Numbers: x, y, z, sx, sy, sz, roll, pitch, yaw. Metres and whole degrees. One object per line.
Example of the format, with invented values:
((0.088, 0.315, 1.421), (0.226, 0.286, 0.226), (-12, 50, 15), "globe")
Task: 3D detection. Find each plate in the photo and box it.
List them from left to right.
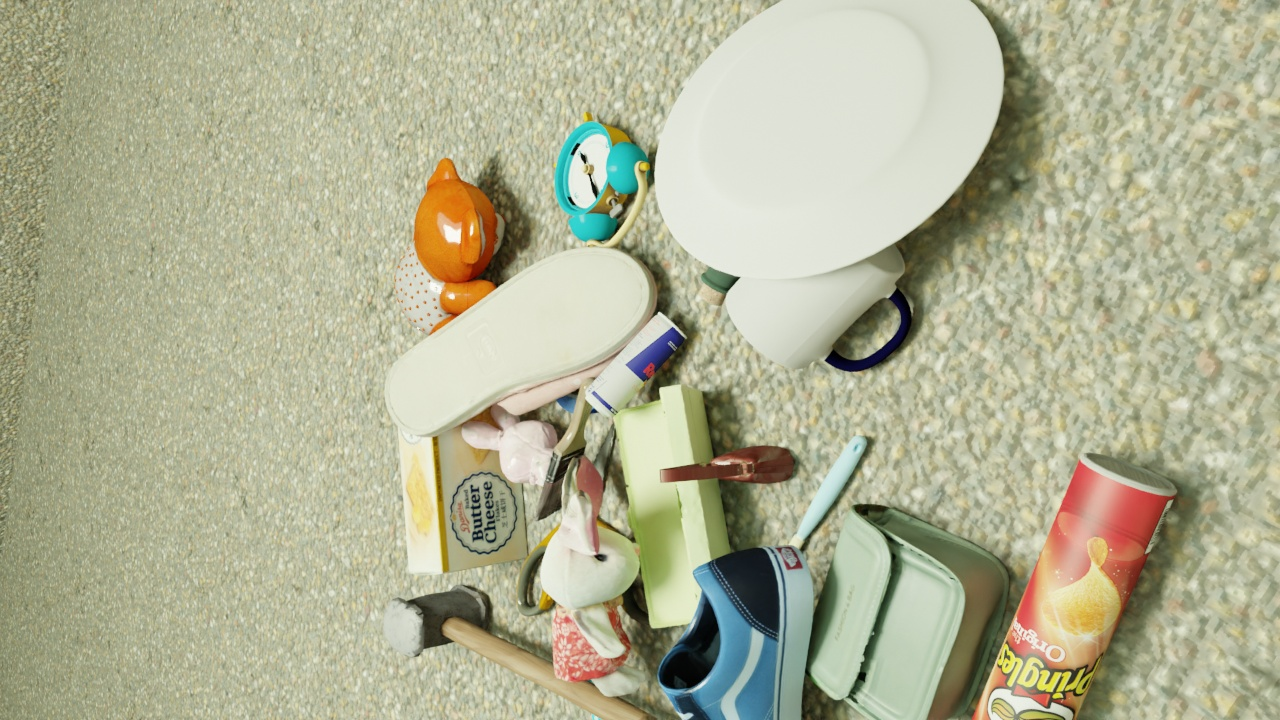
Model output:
((0.112, -0.164, 0.611), (0.243, 0.016, 0.242), (-15, 59, 26), "plate")

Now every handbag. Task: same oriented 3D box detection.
((0.056, 0.080, 0.665), (0.055, 0.119, 0.029), (-6, 85, 44), "handbag")
((0.165, 0.169, 0.597), (0.106, 0.067, 0.122), (26, 108, 43), "handbag")

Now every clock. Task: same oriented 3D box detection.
((-0.036, -0.159, 0.811), (0.099, 0.043, 0.129), (-54, 48, 30), "clock")

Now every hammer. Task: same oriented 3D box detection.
((-0.113, 0.278, 0.851), (0.329, 0.097, 0.052), (9, 95, 41), "hammer")

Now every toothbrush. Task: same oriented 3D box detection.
((0.125, 0.118, 0.671), (0.022, 0.016, 0.155), (28, 113, 6), "toothbrush")

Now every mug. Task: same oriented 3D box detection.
((0.131, -0.043, 0.632), (0.112, 0.078, 0.097), (43, 122, 3), "mug")

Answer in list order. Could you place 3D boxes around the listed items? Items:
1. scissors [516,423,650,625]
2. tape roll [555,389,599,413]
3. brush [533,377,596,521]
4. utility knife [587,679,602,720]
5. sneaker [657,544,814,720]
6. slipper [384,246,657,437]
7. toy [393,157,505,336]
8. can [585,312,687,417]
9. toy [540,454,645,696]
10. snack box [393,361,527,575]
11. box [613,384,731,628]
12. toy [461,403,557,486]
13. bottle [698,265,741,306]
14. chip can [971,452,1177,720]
((-0.049, 0.168, 0.840), (0.230, 0.016, 0.225), (38, 113, 39), "scissors")
((-0.051, 0.002, 0.841), (0.092, 0.016, 0.093), (-34, 67, 39), "tape roll")
((-0.063, 0.079, 0.806), (0.012, 0.038, 0.151), (34, 122, 28), "brush")
((-0.036, 0.319, 0.828), (0.022, 0.015, 0.161), (-31, 71, 41), "utility knife")
((0.057, 0.235, 0.644), (0.083, 0.098, 0.242), (-115, 23, -63), "sneaker")
((-0.107, -0.012, 0.816), (0.275, 0.054, 0.114), (-25, 74, 16), "slipper")
((-0.191, -0.108, 0.935), (0.163, 0.092, 0.173), (58, 138, 31), "toy")
((-0.005, 0.004, 0.757), (0.095, 0.032, 0.032), (-47, 54, 0), "can")
((-0.038, 0.183, 0.748), (0.159, 0.084, 0.194), (-120, 21, -84), "toy")
((-0.176, 0.099, 0.901), (0.058, 0.104, 0.207), (-11, 82, 44), "snack box")
((0.036, 0.118, 0.736), (0.128, 0.066, 0.188), (-32, 66, 60), "box")
((-0.114, 0.079, 0.862), (0.110, 0.063, 0.047), (35, 150, 26), "toy")
((0.080, -0.101, 0.682), (0.061, 0.061, 0.131), (46, 120, 37), "bottle")
((0.242, 0.161, 0.533), (0.052, 0.051, 0.215), (28, 109, 41), "chip can")
